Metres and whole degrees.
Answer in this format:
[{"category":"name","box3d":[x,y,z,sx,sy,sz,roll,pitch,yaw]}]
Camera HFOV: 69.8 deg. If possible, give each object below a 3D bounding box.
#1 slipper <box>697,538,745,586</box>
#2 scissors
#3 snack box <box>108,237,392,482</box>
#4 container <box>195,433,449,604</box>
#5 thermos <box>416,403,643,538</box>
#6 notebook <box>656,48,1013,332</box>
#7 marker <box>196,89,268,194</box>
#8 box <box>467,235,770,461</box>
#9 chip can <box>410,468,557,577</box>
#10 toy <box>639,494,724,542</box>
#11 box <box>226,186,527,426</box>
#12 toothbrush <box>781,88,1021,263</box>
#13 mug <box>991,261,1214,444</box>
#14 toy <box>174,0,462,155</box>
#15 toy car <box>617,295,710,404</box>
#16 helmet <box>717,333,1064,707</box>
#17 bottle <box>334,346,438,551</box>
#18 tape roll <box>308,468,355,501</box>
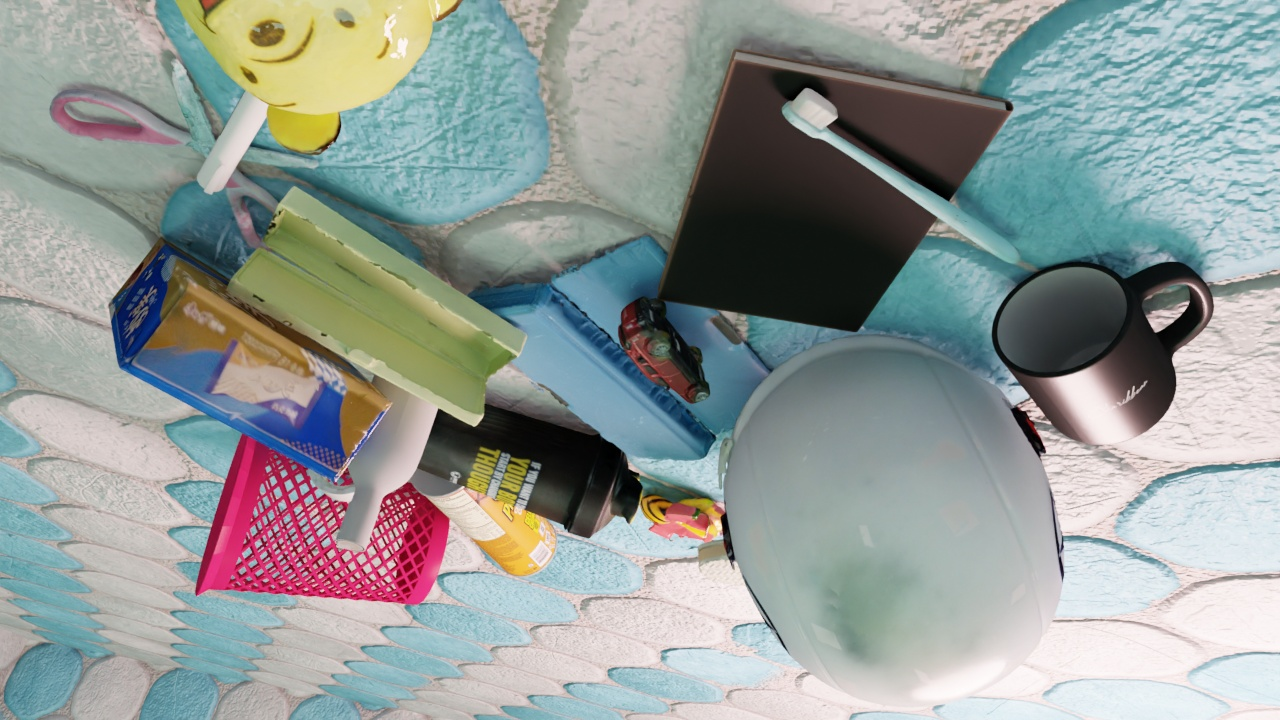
[{"category":"slipper","box3d":[0.185,0.160,0.784,0.273,0.054,0.114,-3,148,9]},{"category":"scissors","box3d":[-0.292,-0.132,0.606,0.170,0.013,0.173,7,147,1]},{"category":"snack box","box3d":[-0.286,-0.007,0.659,0.155,0.069,0.203,37,173,-33]},{"category":"container","box3d":[-0.337,0.182,0.998,0.225,0.182,0.184,18,150,-24]},{"category":"thermos","box3d":[-0.108,0.091,0.834,0.221,0.098,0.098,19,149,-4]},{"category":"notebook","box3d":[0.097,-0.084,0.534,0.141,0.008,0.210,9,149,-5]},{"category":"marker","box3d":[-0.238,-0.141,0.550,0.017,0.020,0.134,21,144,-33]},{"category":"box","box3d":[-0.005,0.007,0.701,0.177,0.047,0.231,-14,140,35]},{"category":"chip can","box3d":[-0.159,0.154,0.964,0.075,0.075,0.215,0,147,19]},{"category":"toy","box3d":[0.047,0.162,0.938,0.103,0.046,0.084,11,163,11]},{"category":"box","box3d":[-0.178,-0.036,0.637,0.188,0.090,0.077,31,171,-18]},{"category":"toothbrush","box3d":[0.146,-0.092,0.486,0.180,0.016,0.017,25,136,-28]},{"category":"mug","box3d":[0.280,-0.012,0.545,0.114,0.078,0.088,-36,129,20]},{"category":"toy","box3d":[-0.174,-0.195,0.392,0.149,0.083,0.214,-8,146,33]},{"category":"toy car","box3d":[0.018,-0.004,0.634,0.036,0.042,0.091,-30,132,21]},{"category":"helmet","box3d":[0.174,0.125,0.632,0.237,0.163,0.264,-18,111,11]},{"category":"bottle","box3d":[-0.180,0.045,0.675,0.052,0.194,0.053,9,149,5]},{"category":"tape roll","box3d":[-0.272,0.090,0.881,0.094,0.093,0.018,2,148,17]}]
